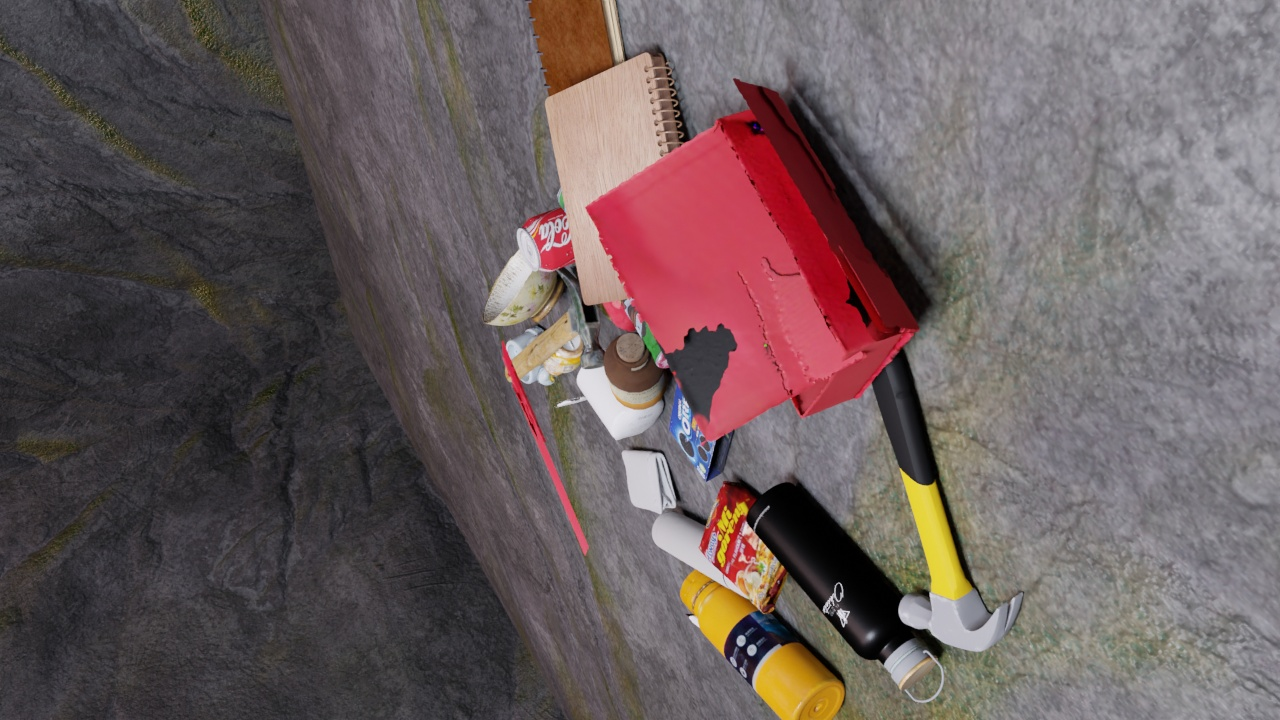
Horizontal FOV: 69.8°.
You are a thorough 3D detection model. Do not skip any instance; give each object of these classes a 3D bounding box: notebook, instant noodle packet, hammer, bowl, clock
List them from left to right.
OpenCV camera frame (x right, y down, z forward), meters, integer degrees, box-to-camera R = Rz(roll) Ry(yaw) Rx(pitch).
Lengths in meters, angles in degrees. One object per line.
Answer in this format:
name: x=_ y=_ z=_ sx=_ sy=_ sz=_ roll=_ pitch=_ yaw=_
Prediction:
bowl: x=-0.149 y=-0.098 z=1.253 sx=0.063 sy=0.145 sz=0.145 roll=33 pitch=169 yaw=-23
clock: x=-0.161 y=-0.006 z=1.426 sx=0.118 sy=0.057 sz=0.083 roll=13 pitch=125 yaw=54
hammer: x=-0.123 y=-0.023 z=1.199 sx=0.331 sy=0.033 sz=0.132 roll=-30 pitch=70 yaw=63
notebook: x=-0.065 y=-0.319 z=0.927 sx=0.167 sy=0.024 sz=0.226 roll=32 pitch=140 yaw=52
notebook: x=-0.015 y=-0.165 z=0.870 sx=0.169 sy=0.022 sz=0.210 roll=-5 pitch=98 yaw=49
instant noodle packet: x=0.117 y=0.199 z=0.987 sx=0.135 sy=0.039 sz=0.099 roll=38 pitch=116 yaw=51
hammer: x=0.212 y=0.080 z=0.712 sx=0.127 sy=0.029 sz=0.323 roll=4 pitch=116 yaw=65

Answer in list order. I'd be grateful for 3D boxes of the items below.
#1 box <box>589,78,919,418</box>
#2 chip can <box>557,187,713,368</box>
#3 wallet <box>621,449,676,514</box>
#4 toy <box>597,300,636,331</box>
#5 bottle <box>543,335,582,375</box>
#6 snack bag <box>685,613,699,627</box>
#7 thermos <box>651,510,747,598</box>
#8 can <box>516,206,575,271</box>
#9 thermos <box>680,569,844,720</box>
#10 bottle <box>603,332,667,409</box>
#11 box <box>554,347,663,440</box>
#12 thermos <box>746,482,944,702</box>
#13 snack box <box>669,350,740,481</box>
box: x=0.058 y=-0.115 z=0.520 sx=0.215 sy=0.141 sz=0.511 roll=65 pitch=-176 yaw=19
chip can: x=-0.006 y=-0.102 z=0.952 sx=0.223 sy=0.075 sz=0.076 roll=58 pitch=157 yaw=18
wallet: x=0.013 y=0.161 z=1.244 sx=0.116 sy=0.032 sz=0.086 roll=-177 pitch=75 yaw=-68
toy: x=-0.023 y=-0.076 z=1.054 sx=0.135 sy=0.045 sz=0.092 roll=24 pitch=136 yaw=67
bottle: x=-0.111 y=-0.012 z=1.295 sx=0.063 sy=0.063 sz=0.109 roll=62 pitch=156 yaw=9
snack bag: x=0.119 y=0.361 z=1.181 sx=0.158 sy=0.057 sz=0.013 roll=20 pitch=95 yaw=60
thermos: x=0.087 y=0.235 z=1.118 sx=0.224 sy=0.052 sz=0.052 roll=12 pitch=124 yaw=63
can: x=-0.081 y=-0.143 z=1.037 sx=0.064 sy=0.104 sz=0.064 roll=49 pitch=153 yaw=36
thermos: x=0.135 y=0.338 z=1.085 sx=0.233 sy=0.076 sz=0.091 roll=37 pitch=148 yaw=49
bottle: x=-0.006 y=0.006 z=1.017 sx=0.068 sy=0.068 sz=0.157 roll=59 pitch=175 yaw=15
box: x=-0.044 y=0.055 z=1.170 sx=0.137 sy=0.083 sz=0.144 roll=54 pitch=143 yaw=29
thermos: x=0.191 y=0.214 z=0.849 sx=0.231 sy=0.061 sz=0.061 roll=49 pitch=153 yaw=35
snack box: x=0.068 y=0.062 z=1.014 sx=0.082 sy=0.027 sz=0.150 roll=53 pitch=155 yaw=29
